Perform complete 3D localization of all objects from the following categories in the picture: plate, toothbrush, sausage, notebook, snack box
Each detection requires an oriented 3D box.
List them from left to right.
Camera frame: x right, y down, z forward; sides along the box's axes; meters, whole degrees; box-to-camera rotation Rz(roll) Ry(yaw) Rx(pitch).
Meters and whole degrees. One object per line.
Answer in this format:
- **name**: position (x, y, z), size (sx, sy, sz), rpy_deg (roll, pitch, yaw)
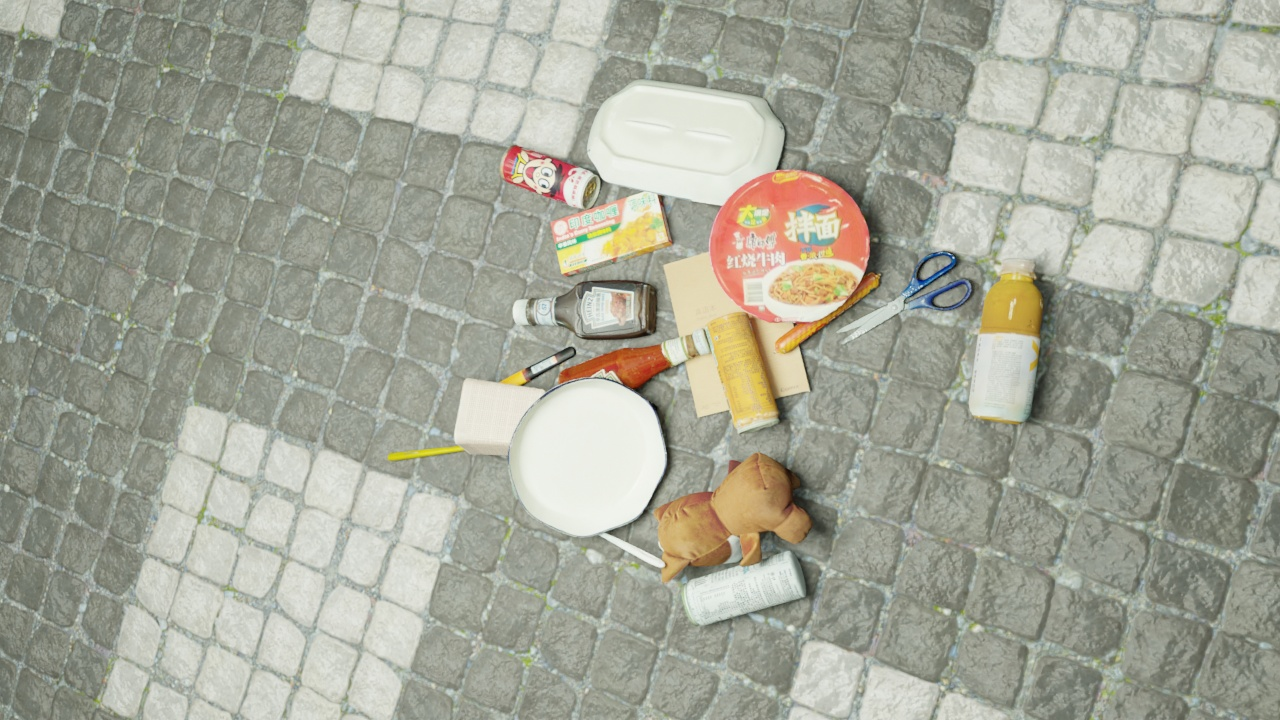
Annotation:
- **toothbrush**: position (-0.271, 0.122, 1.293), size (0.190, 0.015, 0.016), rpy_deg (-10, 77, 16)
- **plate**: position (-0.069, 0.120, 1.167), size (0.204, 0.045, 0.205), rpy_deg (-3, 100, -17)
- **snack box**: position (-0.040, -0.172, 1.243), size (0.156, 0.027, 0.077), rpy_deg (-16, 79, 15)
- **toothbrush**: position (-0.031, 0.234, 1.166), size (0.180, 0.016, 0.016), rpy_deg (14, 98, 48)
- **plate**: position (0.054, -0.296, 1.208), size (0.266, 0.034, 0.162), rpy_deg (15, 80, 17)
- **notebook**: position (0.122, -0.044, 1.190), size (0.150, 0.012, 0.211), rpy_deg (-15, 80, 16)
- **sausage**: position (0.232, -0.059, 1.144), size (0.165, 0.021, 0.021), rpy_deg (-36, 76, 4)

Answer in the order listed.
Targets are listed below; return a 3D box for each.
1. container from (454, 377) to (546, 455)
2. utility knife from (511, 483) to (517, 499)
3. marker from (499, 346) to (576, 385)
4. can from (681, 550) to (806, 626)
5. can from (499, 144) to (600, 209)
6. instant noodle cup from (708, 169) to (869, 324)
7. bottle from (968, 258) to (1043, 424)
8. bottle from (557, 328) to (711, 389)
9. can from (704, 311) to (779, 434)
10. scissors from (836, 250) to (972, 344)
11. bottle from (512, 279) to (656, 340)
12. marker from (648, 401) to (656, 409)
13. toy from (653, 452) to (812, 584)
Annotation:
- **container**: position (-0.176, 0.080, 1.222), size (0.111, 0.090, 0.090), rpy_deg (5, 72, 8)
- **utility knife**: position (-0.124, 0.129, 1.249), size (0.151, 0.012, 0.029), rpy_deg (-46, 76, 6)
- **marker**: position (-0.143, 0.013, 1.265), size (0.124, 0.015, 0.018), rpy_deg (-28, 73, 10)
- **can**: position (0.127, 0.282, 1.133), size (0.147, 0.058, 0.058), rpy_deg (-20, 79, 15)
- **can**: position (-0.124, -0.252, 1.262), size (0.133, 0.053, 0.053), rpy_deg (23, 92, 18)
- **instant noodle cup**: position (0.183, -0.134, 1.141), size (0.194, 0.066, 0.193), rpy_deg (-1, 81, 7)
- **bottle**: position (0.427, -0.023, 1.064), size (0.068, 0.068, 0.189), rpy_deg (8, 87, 18)
- **bottle**: position (-0.007, 0.007, 1.199), size (0.206, 0.059, 0.059), rpy_deg (-20, 79, 15)
- **can**: position (0.127, 0.015, 1.145), size (0.058, 0.058, 0.146), rpy_deg (-18, 79, 15)
- **scissors**: position (0.317, -0.079, 1.133), size (0.174, 0.012, 0.124), rpy_deg (-2, 86, 18)
- **bottle**: position (-0.077, -0.067, 1.237), size (0.195, 0.044, 0.080), rpy_deg (0, 84, 18)
- **marker**: position (-0.028, 0.103, 1.219), size (0.131, 0.018, 0.022), rpy_deg (-47, 66, 8)
- **toy**: position (0.106, 0.197, 1.128), size (0.200, 0.140, 0.130), rpy_deg (-27, 119, 14)
